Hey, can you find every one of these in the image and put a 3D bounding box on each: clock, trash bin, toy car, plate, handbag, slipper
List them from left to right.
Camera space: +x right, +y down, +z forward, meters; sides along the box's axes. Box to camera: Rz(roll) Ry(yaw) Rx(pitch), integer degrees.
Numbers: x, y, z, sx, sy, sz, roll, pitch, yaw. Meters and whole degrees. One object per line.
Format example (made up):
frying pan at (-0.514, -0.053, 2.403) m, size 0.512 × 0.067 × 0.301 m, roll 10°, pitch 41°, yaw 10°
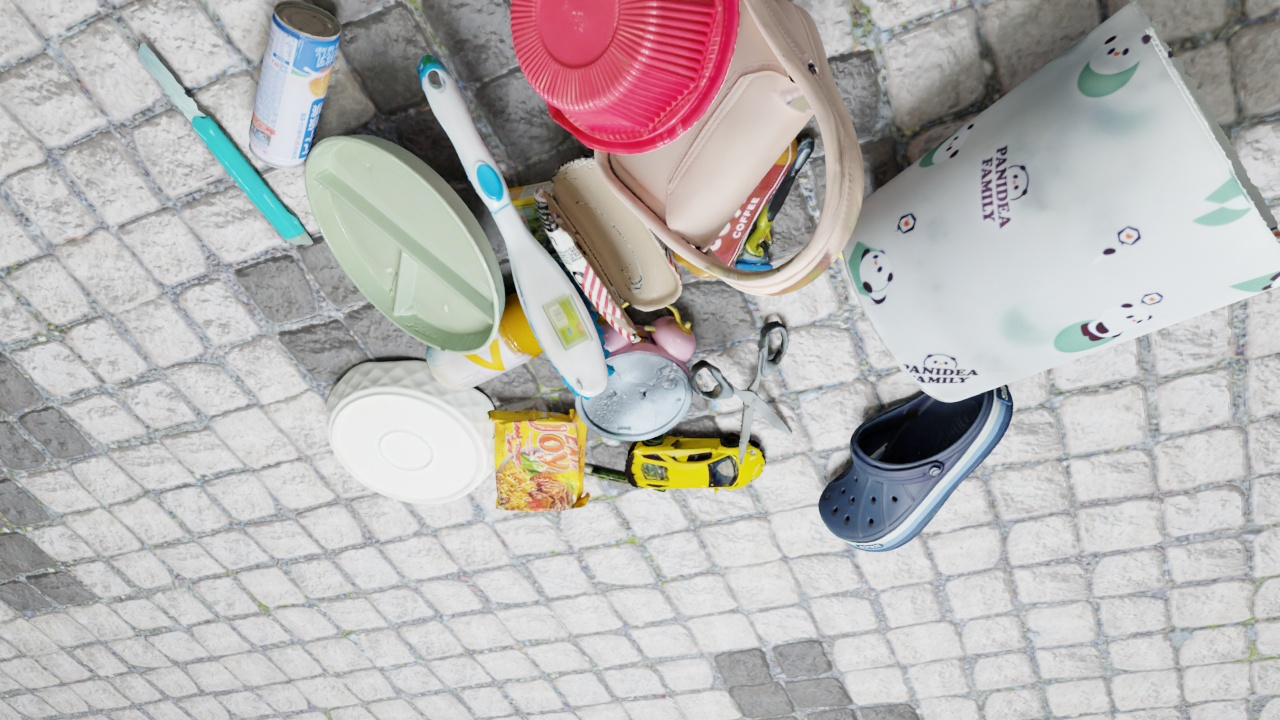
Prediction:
plate at (-0.210, -0.102, 0.828) m, size 0.230 × 0.027 × 0.231 m, roll 26°, pitch 142°, yaw 22°
plate at (-0.259, 0.090, 1.038) m, size 0.205 × 0.045 × 0.205 m, roll 4°, pitch 128°, yaw 5°
clock at (-0.005, 0.005, 0.912) m, size 0.117 × 0.059 × 0.159 m, roll 5°, pitch 129°, yaw -11°
toy car at (0.060, 0.113, 1.012) m, size 0.156 × 0.041 × 0.071 m, roll 0°, pitch 129°, yaw 7°
handbag at (0.075, -0.150, 0.672) m, size 0.093 × 0.234 × 0.194 m, roll 8°, pitch 131°, yaw -38°
slipper at (0.263, 0.102, 0.929) m, size 0.095 × 0.105 × 0.254 m, roll 25°, pitch 126°, yaw -21°
trash bin at (0.309, -0.100, 0.697) m, size 0.229 × 0.228 × 0.253 m, roll 41°, pitch 129°, yaw -23°

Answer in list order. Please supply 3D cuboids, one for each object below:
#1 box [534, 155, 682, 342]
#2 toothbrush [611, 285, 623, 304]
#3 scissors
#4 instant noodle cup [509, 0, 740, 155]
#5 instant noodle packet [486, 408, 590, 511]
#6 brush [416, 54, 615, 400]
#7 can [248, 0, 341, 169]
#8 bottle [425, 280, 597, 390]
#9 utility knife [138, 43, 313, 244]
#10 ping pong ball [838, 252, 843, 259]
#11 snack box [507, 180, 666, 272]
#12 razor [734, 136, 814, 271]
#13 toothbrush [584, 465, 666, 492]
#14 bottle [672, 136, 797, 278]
box at (-0.023, -0.099, 0.796) m, size 0.087 × 0.076 × 0.162 m, roll -36°, pitch 117°, yaw 2°
toothbrush at (-0.035, -0.008, 0.943) m, size 0.016 × 0.016 × 0.180 m, roll 6°, pitch 129°, yaw -8°
scissors at (0.113, 0.034, 0.933) m, size 0.180 × 0.014 × 0.160 m, roll 20°, pitch 112°, yaw -38°
instant noodle cup at (-0.026, -0.244, 0.655) m, size 0.194 × 0.065 × 0.194 m, roll 10°, pitch 107°, yaw 35°
instant noodle packet at (-0.112, 0.109, 1.018) m, size 0.111 × 0.044 × 0.128 m, roll -1°, pitch 115°, yaw -2°
brush at (-0.104, -0.105, 0.789) m, size 0.060 × 0.109 × 0.314 m, roll -27°, pitch 96°, yaw -1°
can at (-0.296, -0.231, 0.779) m, size 0.053 × 0.053 × 0.135 m, roll 24°, pitch 128°, yaw -11°
bottle at (-0.125, -0.030, 0.906) m, size 0.190 × 0.067 × 0.068 m, roll -24°, pitch 122°, yaw 24°
utility knife at (-0.381, -0.192, 0.848) m, size 0.029 × 0.013 × 0.222 m, roll -16°, pitch 127°, yaw 22°
ping pong ball at (0.190, -0.107, 0.814) m, size 0.040 × 0.040 × 0.040 m, roll 4°, pitch 129°, yaw 5°
snack box at (-0.054, -0.124, 0.843) m, size 0.140 × 0.033 × 0.087 m, roll -9°, pitch 127°, yaw 13°
razor at (0.119, -0.136, 0.814) m, size 0.042 × 0.022 × 0.143 m, roll -4°, pitch 132°, yaw -31°
toothbrush at (-0.060, 0.127, 1.056) m, size 0.186 × 0.017 × 0.012 m, roll 13°, pitch 94°, yaw -2°
bottle at (0.086, -0.151, 0.784) m, size 0.057 × 0.057 × 0.175 m, roll 22°, pitch 128°, yaw -9°
